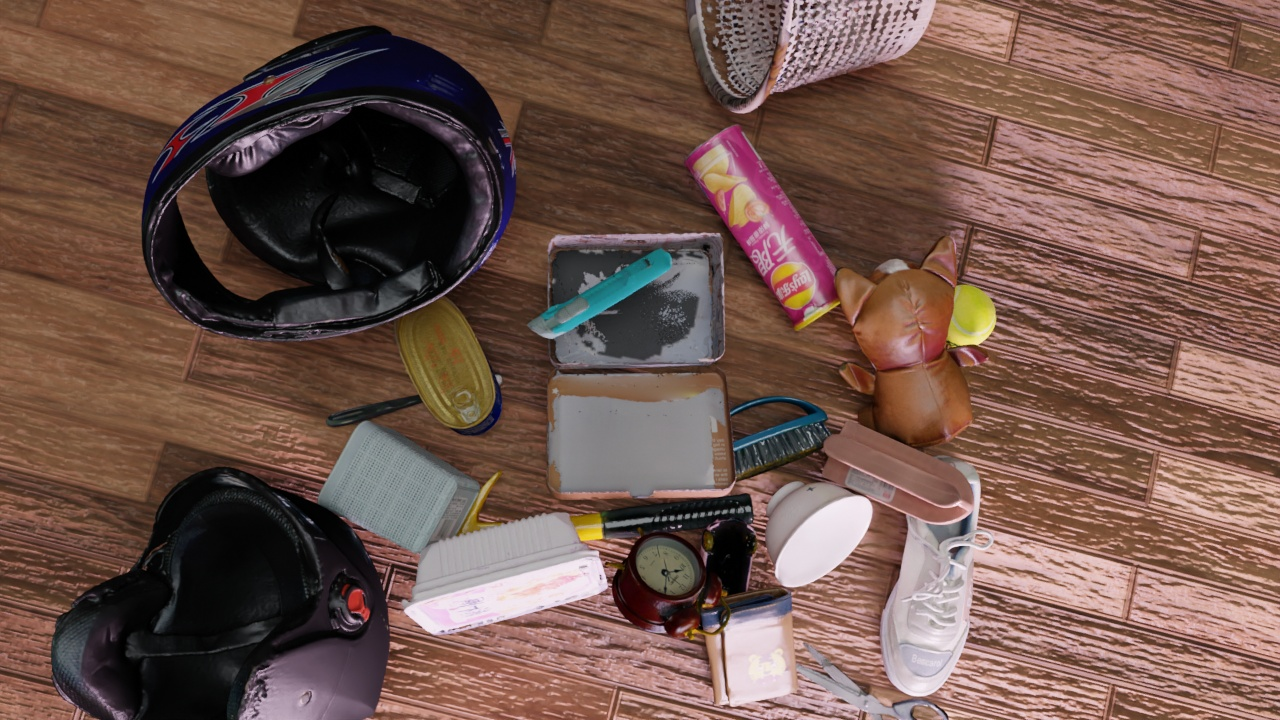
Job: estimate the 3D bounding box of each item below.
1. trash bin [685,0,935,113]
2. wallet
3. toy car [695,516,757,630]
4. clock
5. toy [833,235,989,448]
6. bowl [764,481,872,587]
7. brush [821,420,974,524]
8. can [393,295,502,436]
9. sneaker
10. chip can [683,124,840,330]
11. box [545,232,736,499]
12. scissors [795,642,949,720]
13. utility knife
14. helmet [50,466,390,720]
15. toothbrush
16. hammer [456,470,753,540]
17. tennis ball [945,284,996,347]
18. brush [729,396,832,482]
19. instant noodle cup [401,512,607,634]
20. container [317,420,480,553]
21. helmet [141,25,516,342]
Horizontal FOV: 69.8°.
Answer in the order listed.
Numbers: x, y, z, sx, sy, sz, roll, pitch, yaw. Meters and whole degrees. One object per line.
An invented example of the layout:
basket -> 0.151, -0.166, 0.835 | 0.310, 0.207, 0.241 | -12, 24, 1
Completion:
trash bin -> 0.174, -0.371, 0.909 | 0.192, 0.228, 0.227 | -11, 85, -17
wallet -> 0.108, 0.282, 0.899 | 0.090, 0.033, 0.115 | -10, 111, -6
toy car -> 0.082, 0.214, 0.914 | 0.056, 0.037, 0.122 | 6, 99, -12
clock -> 0.029, 0.214, 0.860 | 0.122, 0.055, 0.081 | 35, 43, 16
toy -> 0.262, -0.016, 0.903 | 0.140, 0.130, 0.200 | -23, 117, -3
bowl -> 0.163, 0.160, 0.910 | 0.118, 0.118, 0.064 | -37, 49, -7
brush -> 0.246, 0.111, 0.874 | 0.146, 0.073, 0.063 | 24, 87, 37
can -> -0.188, 0.004, 0.902 | 0.074, 0.049, 0.148 | -28, 75, -5
sneaker -> 0.299, 0.215, 0.908 | 0.089, 0.091, 0.242 | 10, 84, -2
chip can -> 0.130, -0.136, 0.941 | 0.071, 0.071, 0.210 | -33, 87, -6
box -> -0.005, 0.007, 0.900 | 0.178, 0.105, 0.260 | -1, 84, -4
scissors -> 0.236, 0.346, 0.932 | 0.156, 0.014, 0.168 | -15, 83, -4
utility knife -> -0.036, -0.063, 0.863 | 0.151, 0.013, 0.029 | -31, 82, -9
helmet -> -0.333, 0.232, 0.796 | 0.234, 0.230, 0.274 | 4, 83, 22
toothbrush -> -0.229, 0.040, 0.928 | 0.181, 0.018, 0.015 | -14, 88, -4
hammer -> -0.036, 0.164, 0.920 | 0.300, 0.033, 0.128 | -6, 86, -4
tennis ball -> 0.332, -0.045, 0.948 | 0.065, 0.065, 0.065 | 0, 84, -4
brush -> 0.120, 0.076, 0.927 | 0.144, 0.055, 0.073 | -19, 80, -5
instant noodle cup -> -0.122, 0.191, 0.838 | 0.173, 0.138, 0.060 | -13, 63, -4
container -> -0.223, 0.124, 0.869 | 0.111, 0.090, 0.090 | 25, 83, 13
helmet -> -0.273, -0.159, 0.828 | 0.315, 0.240, 0.247 | -21, 121, -13
